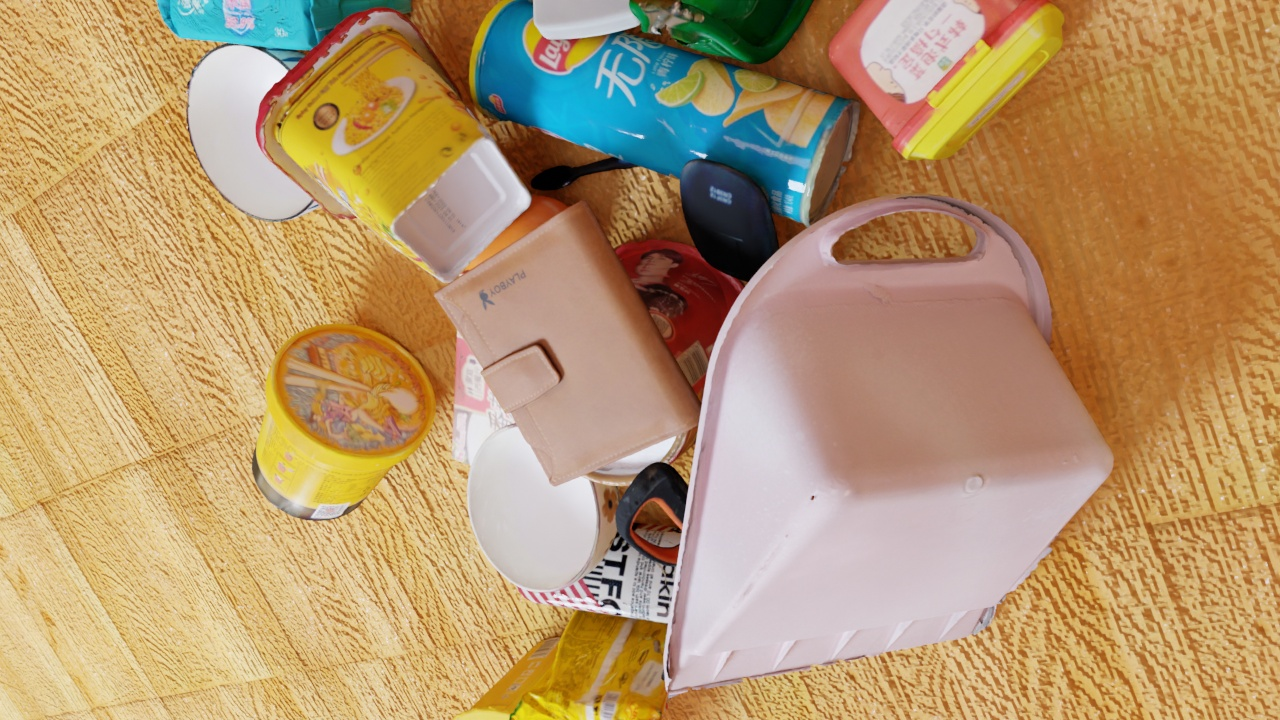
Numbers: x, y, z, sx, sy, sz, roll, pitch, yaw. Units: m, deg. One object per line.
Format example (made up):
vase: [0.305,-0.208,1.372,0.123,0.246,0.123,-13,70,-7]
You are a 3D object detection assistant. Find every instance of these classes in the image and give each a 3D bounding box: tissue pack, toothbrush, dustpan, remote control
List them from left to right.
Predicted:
tissue pack: [-0.223,-0.228,0.575,0.133,0.093,0.050,11,118,19]
remote control: [-0.030,-0.247,0.486,0.058,0.021,0.150,-4,86,15]
toothbrush: [0.016,-0.128,0.558,0.190,0.016,0.014,-9,98,24]
remote control: [0.050,-0.068,0.505,0.053,0.136,0.024,22,79,19]
dustpan: [0.128,0.054,0.513,0.222,0.138,0.274,-2,140,-20]

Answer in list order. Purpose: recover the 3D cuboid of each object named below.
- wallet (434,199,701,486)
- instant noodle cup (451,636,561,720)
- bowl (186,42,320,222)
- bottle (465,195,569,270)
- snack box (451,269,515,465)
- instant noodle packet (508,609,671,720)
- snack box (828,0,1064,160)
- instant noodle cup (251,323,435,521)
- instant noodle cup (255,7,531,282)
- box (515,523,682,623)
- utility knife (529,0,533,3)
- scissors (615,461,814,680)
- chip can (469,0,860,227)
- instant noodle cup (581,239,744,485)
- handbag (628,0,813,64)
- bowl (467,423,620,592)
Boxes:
wallet: [-0.039,-0.005,0.495,0.108,0.031,0.132,-26,98,28]
instant noodle cup: [-0.070,0.293,0.715,0.138,0.109,0.138,9,114,21]
bowl: [-0.242,-0.159,0.628,0.116,0.066,0.117,10,116,21]
bottle: [-0.109,-0.086,0.606,0.150,0.066,0.067,19,118,24]
snack box: [-0.095,0.013,0.657,0.075,0.025,0.153,17,117,17]
instant noodle packet: [-0.018,0.220,0.650,0.111,0.128,0.044,-2,115,24]
snack box: [0.146,-0.154,0.450,0.080,0.081,0.091,49,120,10]
instant noodle cup: [-0.229,0.053,0.687,0.118,0.118,0.115,42,128,3]
instant noodle cup: [-0.139,-0.120,0.542,0.116,0.116,0.123,-45,65,-4]
box: [-0.008,0.149,0.669,0.164,0.082,0.075,-2,74,27]
utility knife: [-0.017,-0.256,0.518,0.167,0.013,0.029,-32,98,28]
scissors: [0.066,0.110,0.571,0.221,0.233,0.021,-45,45,3]
chip can: [0.010,-0.140,0.511,0.210,0.071,0.071,23,119,18]
instant noodle cup: [-0.003,0.003,0.564,0.138,0.108,0.138,9,114,21]
handbag: [0.050,-0.214,0.443,0.068,0.119,0.132,33,122,15]
bowl: [-0.056,0.095,0.625,0.114,0.062,0.113,3,95,34]
